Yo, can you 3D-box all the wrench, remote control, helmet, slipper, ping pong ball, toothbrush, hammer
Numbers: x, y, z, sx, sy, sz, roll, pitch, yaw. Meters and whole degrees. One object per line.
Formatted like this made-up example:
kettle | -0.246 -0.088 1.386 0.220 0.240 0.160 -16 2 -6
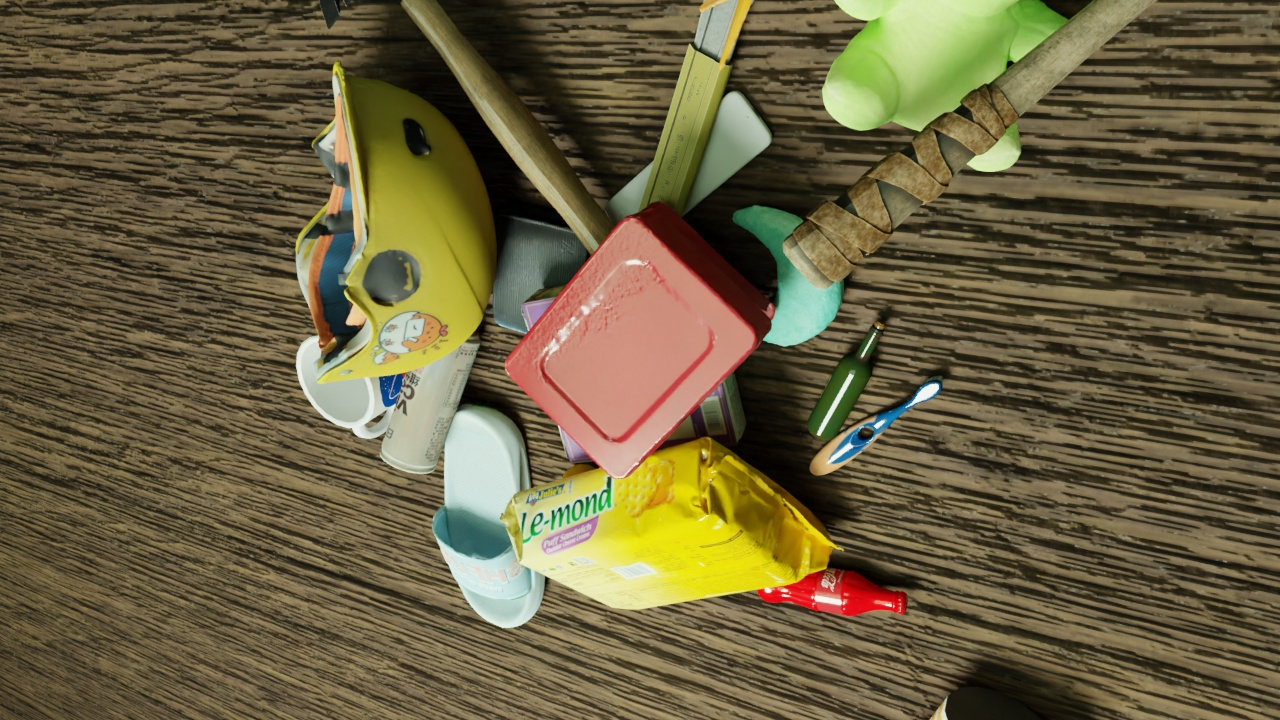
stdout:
wrench | 0.039 -0.191 0.624 0.083 0.018 0.274 32 122 19
remote control | 0.032 -0.136 0.672 0.147 0.008 0.045 -35 93 37
helmet | -0.180 -0.102 0.716 0.209 0.139 0.241 61 140 43
slipper | -0.156 0.157 0.889 0.104 0.074 0.246 12 118 26
ping pong ball | -0.052 0.113 0.827 0.040 0.040 0.040 13 120 24
toothbrush | 0.173 0.050 0.682 0.021 0.017 0.135 49 130 5
hammer | 0.204 -0.147 0.453 0.319 0.048 0.121 -40 122 16
hammer | -0.107 -0.185 0.667 0.040 0.132 0.305 -30 103 39

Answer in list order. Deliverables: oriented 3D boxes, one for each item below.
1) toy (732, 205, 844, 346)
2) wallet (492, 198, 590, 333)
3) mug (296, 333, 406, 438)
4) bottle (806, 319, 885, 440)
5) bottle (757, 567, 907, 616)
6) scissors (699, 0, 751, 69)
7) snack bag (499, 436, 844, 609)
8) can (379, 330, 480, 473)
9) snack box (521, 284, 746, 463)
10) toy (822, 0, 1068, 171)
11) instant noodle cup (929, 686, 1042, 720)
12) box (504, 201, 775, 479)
toy | 0.105 -0.059 0.655 0.085 0.033 0.105 13 121 37
wallet | -0.081 -0.069 0.760 0.089 0.026 0.115 15 121 21
mug | -0.254 0.016 0.863 0.091 0.089 0.121 13 120 24
bottle | 0.152 0.014 0.667 0.025 0.025 0.106 31 126 14
bottle | 0.156 0.187 0.746 0.119 0.036 0.036 3 115 28
scissors | 0.071 -0.238 0.540 0.125 0.011 0.128 -7 74 58
snack bag | 0.017 0.143 0.741 0.248 0.068 0.159 -20 135 36
can | -0.190 0.031 0.830 0.054 0.054 0.136 26 103 17
snack box | -0.004 0.004 0.725 0.148 0.040 0.143 -8 110 20
toy | 0.176 -0.214 0.493 0.150 0.107 0.197 17 114 -1
instant noodle cup | 0.259 0.334 0.716 0.123 0.123 0.121 25 116 18
box | -0.001 -0.014 0.644 0.129 0.092 0.158 43 117 2
